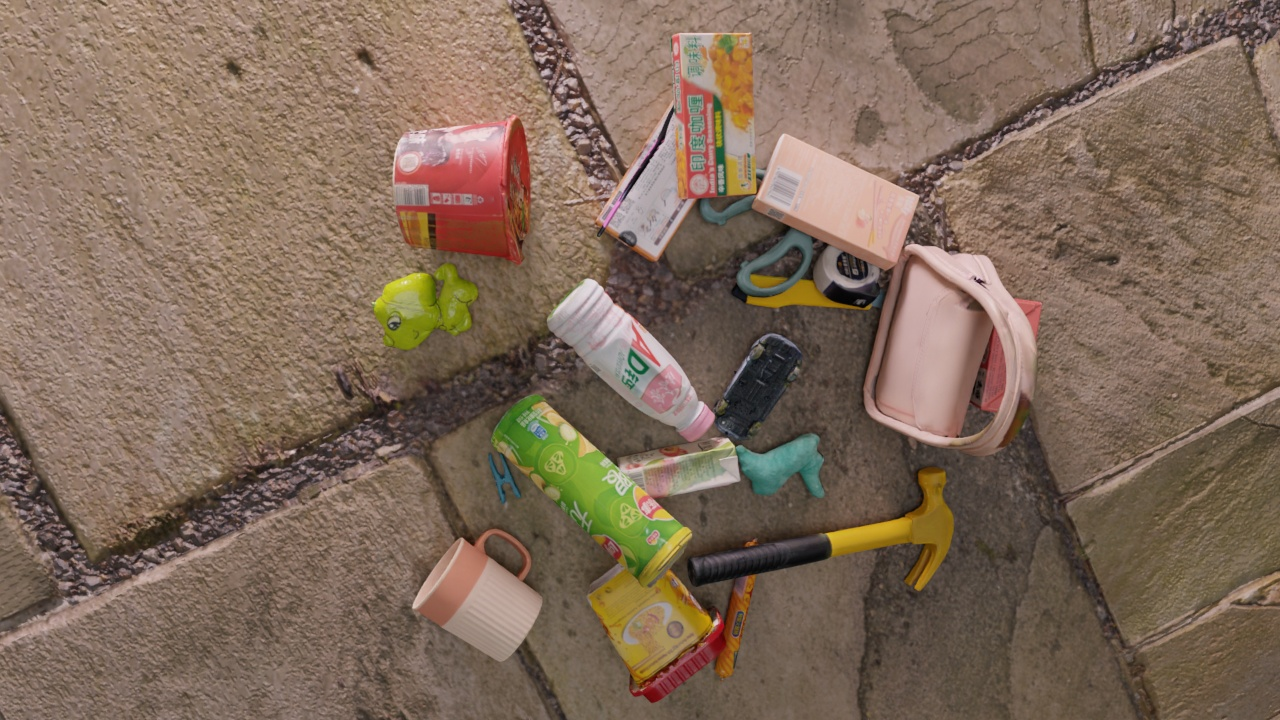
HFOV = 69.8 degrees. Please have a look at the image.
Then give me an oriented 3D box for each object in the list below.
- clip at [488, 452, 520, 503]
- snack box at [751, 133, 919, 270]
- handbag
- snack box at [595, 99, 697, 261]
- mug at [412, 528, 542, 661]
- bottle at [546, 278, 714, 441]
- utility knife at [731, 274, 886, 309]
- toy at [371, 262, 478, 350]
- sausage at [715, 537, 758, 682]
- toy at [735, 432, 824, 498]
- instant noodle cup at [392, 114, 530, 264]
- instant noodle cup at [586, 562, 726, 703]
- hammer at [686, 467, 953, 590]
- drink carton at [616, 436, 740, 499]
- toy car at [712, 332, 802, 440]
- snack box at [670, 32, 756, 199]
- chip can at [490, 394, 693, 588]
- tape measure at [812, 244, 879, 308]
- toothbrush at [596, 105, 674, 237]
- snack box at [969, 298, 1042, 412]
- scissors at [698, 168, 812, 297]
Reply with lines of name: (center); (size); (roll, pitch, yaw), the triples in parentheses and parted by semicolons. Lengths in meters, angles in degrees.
clip: (-0.145, 0.122, 0.962); (0.047, 0.014, 0.057); (-17, 97, -2)
snack box: (0.200, -0.162, 0.939); (0.157, 0.026, 0.084); (25, 73, -4)
handbag: (0.304, 0.000, 0.877); (0.093, 0.234, 0.193); (6, 105, -7)
snack box: (0.025, -0.184, 0.939); (0.075, 0.026, 0.154); (33, 92, -8)
mug: (-0.158, 0.234, 0.946); (0.106, 0.082, 0.114); (37, 62, -10)
bottle: (-0.006, 0.005, 0.939); (0.197, 0.068, 0.068); (44, 90, -12)
utility knife: (0.202, -0.067, 0.976); (0.216, 0.015, 0.033); (5, 99, -7)
toy: (-0.218, -0.055, 0.926); (0.100, 0.031, 0.097); (13, 95, -12)
sausage: (0.106, 0.272, 1.000); (0.021, 0.021, 0.165); (12, 95, -7)
toy: (0.158, 0.115, 0.985); (0.092, 0.030, 0.096); (-27, 104, 0)
instant noodle cup: (-0.167, -0.164, 0.872); (0.108, 0.138, 0.138); (1, 96, 2)
instant noodle cup: (0.011, 0.265, 0.950); (0.116, 0.116, 0.123); (-37, 87, -1)
hammer: (0.197, 0.200, 0.983); (0.300, 0.033, 0.129); (-8, 97, -12)
drink carton: (0.040, 0.116, 0.960); (0.122, 0.053, 0.045); (-11, 99, -4)
toy car: (0.123, 0.028, 0.969); (0.054, 0.036, 0.121); (29, 102, -9)
snack box: (0.073, -0.240, 0.904); (0.077, 0.027, 0.156); (-8, 103, -19)
chip can: (-0.052, 0.125, 0.907); (0.221, 0.072, 0.072); (40, 91, 14)
tape measure: (0.215, -0.093, 0.955); (0.066, 0.034, 0.065); (13, 65, -7)
toothbrush: (0.010, -0.202, 0.915); (0.018, 0.014, 0.189); (32, 91, -17)
snack box: (0.369, -0.008, 0.951); (0.044, 0.127, 0.113); (8, 95, 8)
scissors: (0.152, -0.133, 0.956); (0.177, 0.019, 0.171); (-8, 87, -10)
